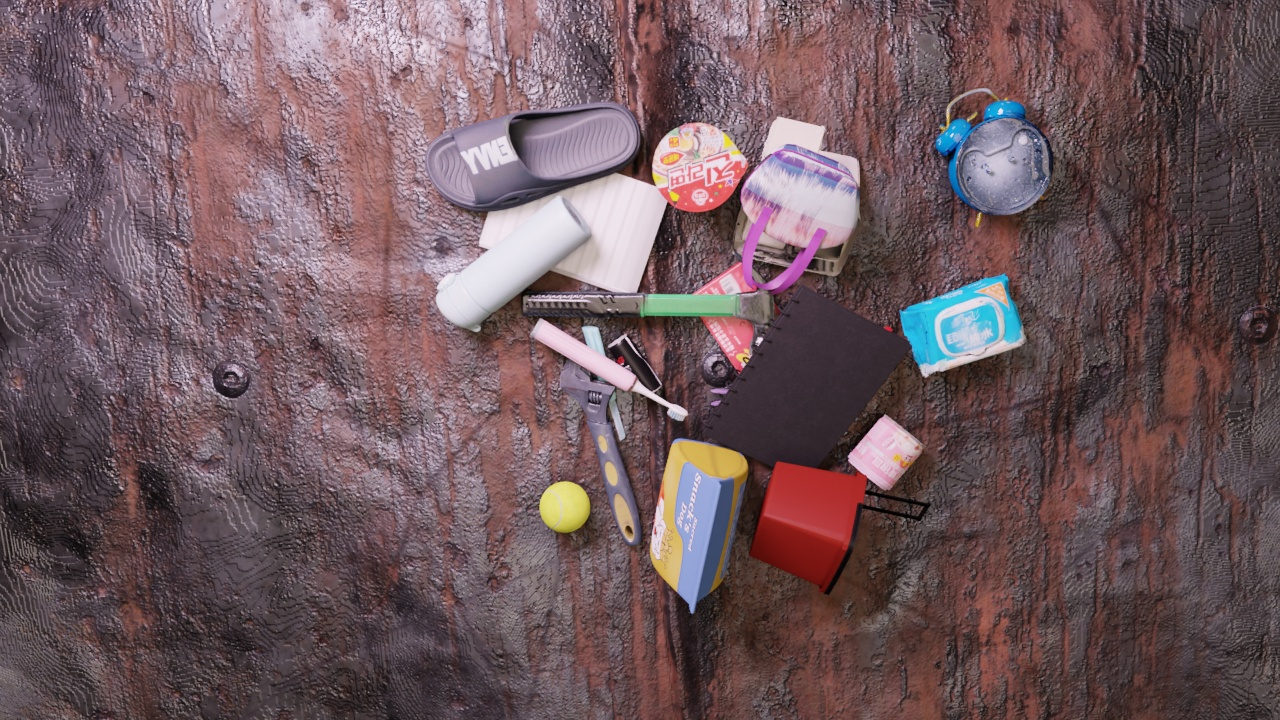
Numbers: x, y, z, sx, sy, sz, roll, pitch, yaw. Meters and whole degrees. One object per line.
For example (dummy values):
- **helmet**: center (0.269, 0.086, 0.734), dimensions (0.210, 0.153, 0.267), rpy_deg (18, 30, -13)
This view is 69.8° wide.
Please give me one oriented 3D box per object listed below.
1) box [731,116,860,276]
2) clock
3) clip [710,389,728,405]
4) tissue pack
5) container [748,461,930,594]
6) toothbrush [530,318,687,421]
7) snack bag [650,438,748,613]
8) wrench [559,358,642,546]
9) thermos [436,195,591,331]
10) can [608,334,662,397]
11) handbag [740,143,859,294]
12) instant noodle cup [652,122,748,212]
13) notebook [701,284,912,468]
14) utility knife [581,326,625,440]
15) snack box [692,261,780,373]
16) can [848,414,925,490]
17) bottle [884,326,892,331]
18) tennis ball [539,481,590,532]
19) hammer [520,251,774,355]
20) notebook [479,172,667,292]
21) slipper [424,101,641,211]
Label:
- **box**: center (0.200, -0.205, 1.127), dimensions (0.145, 0.100, 0.187), rpy_deg (14, 119, -3)
- **clock**: center (0.430, -0.253, 1.121), dimensions (0.117, 0.060, 0.161), rpy_deg (-21, 97, 5)
- **clip**: center (0.117, 0.046, 1.195), dimensions (0.052, 0.013, 0.036), rpy_deg (-5, 100, -1)
- **tissue pack**: center (0.406, -0.042, 1.152), dimensions (0.144, 0.061, 0.093), rpy_deg (-20, 99, 4)
- **container**: center (0.250, 0.212, 1.145), dimensions (0.201, 0.126, 0.148), rpy_deg (16, 142, 8)
- **toothbrush**: center (-0.038, 0.015, 1.156), dimensions (0.222, 0.027, 0.027), rpy_deg (31, 124, -1)
- **snack bag**: center (0.073, 0.196, 1.121), dimensions (0.102, 0.205, 0.159), rpy_deg (11, 99, -1)
- **wrench**: center (-0.045, 0.116, 1.198), dimensions (0.073, 0.022, 0.273), rpy_deg (-12, 101, 18)
- **thermos**: center (-0.160, -0.117, 1.135), dimensions (0.207, 0.065, 0.078), rpy_deg (-35, 118, 13)
- **can**: center (-0.007, 0.007, 1.179), dimensions (0.031, 0.031, 0.080), rpy_deg (-34, 97, 5)
- **handbag**: center (0.171, -0.155, 1.065), dimensions (0.144, 0.068, 0.170), rpy_deg (21, 117, -6)
- **instant noodle cup**: center (0.063, -0.228, 1.101), dimensions (0.100, 0.112, 0.100), rpy_deg (0, 99, 0)
- **notebook**: center (0.200, 0.033, 1.143), dimensions (0.169, 0.019, 0.232), rpy_deg (26, 115, -13)
- **utility knife**: center (-0.045, 0.030, 1.192), dimensions (0.022, 0.015, 0.158), rpy_deg (-11, 100, 25)
- **snack box**: center (0.133, -0.051, 1.174), dimensions (0.089, 0.021, 0.133), rpy_deg (-34, 97, 6)
- **can**: center (0.314, 0.118, 1.176), dimensions (0.067, 0.067, 0.076), rpy_deg (38, 97, -5)
- **bottle**: center (0.272, 0.014, 1.172), dimensions (0.141, 0.042, 0.042), rpy_deg (-43, 96, 7)
- **tennis ball**: center (-0.098, 0.190, 1.193), dimensions (0.065, 0.065, 0.065), rpy_deg (0, 99, 0)
- **hammer**: center (0.007, -0.071, 1.152), dimensions (0.319, 0.032, 0.130), rpy_deg (1, 103, 7)
- **notebook**: center (-0.084, -0.180, 1.163), dimensions (0.210, 0.009, 0.143), rpy_deg (19, 98, -2)
- **slipper**: center (-0.129, -0.248, 1.108), dimensions (0.268, 0.083, 0.111), rpy_deg (-12, 99, 0)
